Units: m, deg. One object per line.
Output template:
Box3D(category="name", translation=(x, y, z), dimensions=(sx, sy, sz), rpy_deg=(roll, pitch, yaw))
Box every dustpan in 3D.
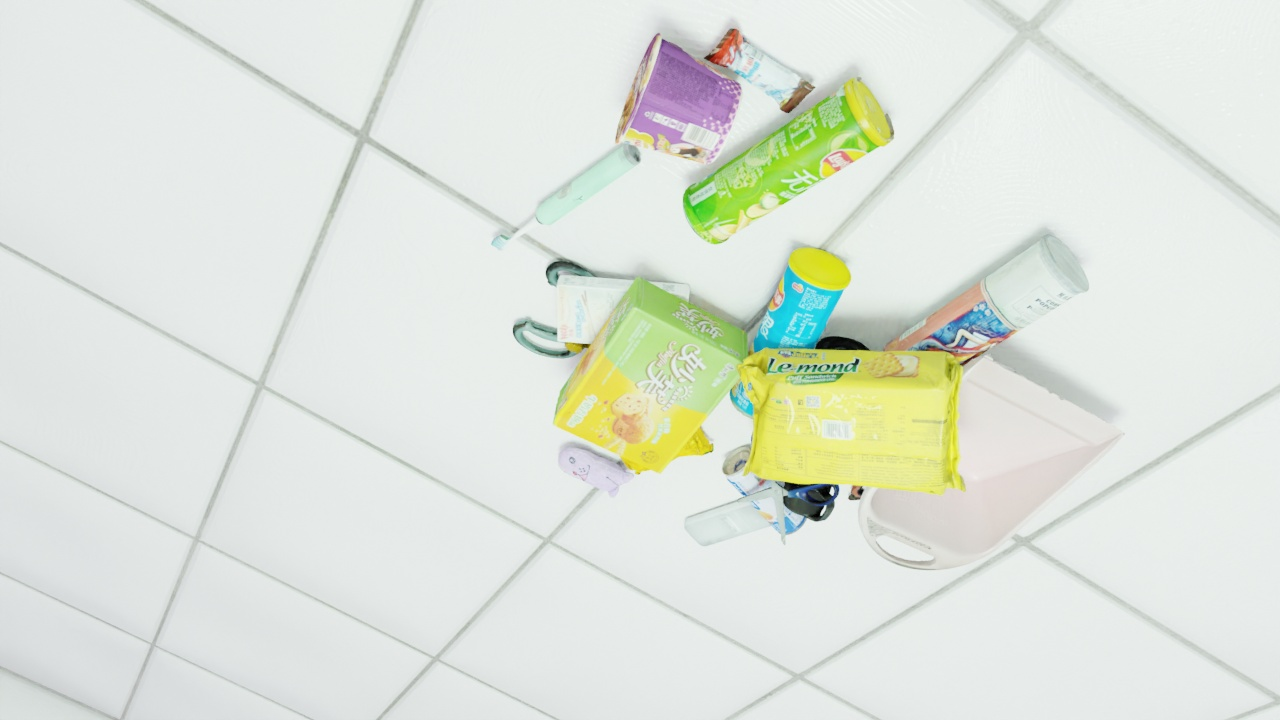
Box3D(category="dustpan", translation=(0.392, 0.145, 1.075), dimensions=(0.222, 0.138, 0.274), rpy_deg=(24, 147, -15))

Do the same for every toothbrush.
Box3D(category="toothbrush", translation=(-0.089, -0.179, 1.040), dimensions=(0.225, 0.026, 0.027), rpy_deg=(-28, 139, 33))
Box3D(category="toothbrush", translation=(-0.007, 0.007, 1.167), dimensions=(0.190, 0.016, 0.016), rpy_deg=(20, 134, -11))

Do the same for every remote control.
Box3D(category="remote control", translation=(0.129, 0.234, 1.334), dimensions=(0.136, 0.020, 0.056), rpy_deg=(-26, 118, 32))

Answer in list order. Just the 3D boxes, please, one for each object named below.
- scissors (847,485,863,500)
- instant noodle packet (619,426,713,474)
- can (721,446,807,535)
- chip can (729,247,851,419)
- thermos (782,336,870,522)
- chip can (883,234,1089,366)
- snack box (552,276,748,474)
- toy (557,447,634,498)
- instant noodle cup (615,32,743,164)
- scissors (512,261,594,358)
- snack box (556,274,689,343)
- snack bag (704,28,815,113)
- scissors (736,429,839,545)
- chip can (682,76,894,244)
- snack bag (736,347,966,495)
Box3D(category="scissors", translation=(0.301, 0.109, 1.182), dimensions=(0.227, 0.015, 0.189), rpy_deg=(-13, 125, 26))
Box3D(category="instant noodle packet", translation=(0.021, 0.098, 1.233), dimensions=(0.129, 0.044, 0.111), rpy_deg=(-19, 123, 28))
Box3D(category="can", translation=(0.170, 0.178, 1.253), dimensions=(0.053, 0.053, 0.134), rpy_deg=(-28, 118, 33))
Box3D(category="chip can", translation=(0.169, -0.026, 1.061), dimensions=(0.071, 0.071, 0.211), rpy_deg=(19, 129, -1))
Box3D(category="thermos", translation=(0.231, 0.094, 1.128), dimensions=(0.068, 0.090, 0.243), rpy_deg=(-11, 129, -22))
Box3D(category="chip can", translation=(0.368, -0.046, 0.996), dimensions=(0.071, 0.071, 0.215), rpy_deg=(37, 130, -16))
Box3D(category="snack box", translation=(0.010, 0.023, 1.104), dimensions=(0.157, 0.069, 0.211), rpy_deg=(26, 124, -15))
Box3D(category="toy", translation=(-0.069, 0.158, 1.313), dimensions=(0.108, 0.038, 0.084), rpy_deg=(24, 143, -7))
Box3D(category="instant noodle cup", translation=(0.040, -0.249, 0.899), dimensions=(0.099, 0.111, 0.112), rpy_deg=(18, 133, -13))
Box3D(category="scissors", translation=(-0.082, -0.058, 1.145), dimensions=(0.170, 0.019, 0.181), rpy_deg=(7, 130, 10))
Box3D(category="snack box", translation=(-0.022, -0.057, 1.108), dimensions=(0.157, 0.026, 0.085), rpy_deg=(5, 128, 2))
Box3D(category="snack bag", translation=(0.117, -0.282, 0.895), dimensions=(0.104, 0.026, 0.048), rpy_deg=(34, 142, -13))
Box3D(category="scissors", translation=(0.181, 0.160, 1.160), dimensions=(0.163, 0.012, 0.173), rpy_deg=(6, 113, 43))
Box3D(category="chip can", translation=(0.142, -0.195, 0.930), dimensions=(0.222, 0.072, 0.072), rpy_deg=(-28, 118, 33))
Box3D(category="snack bag", translation=(0.231, 0.069, 1.009), dimensions=(0.247, 0.068, 0.158), rpy_deg=(2, 115, 17))
